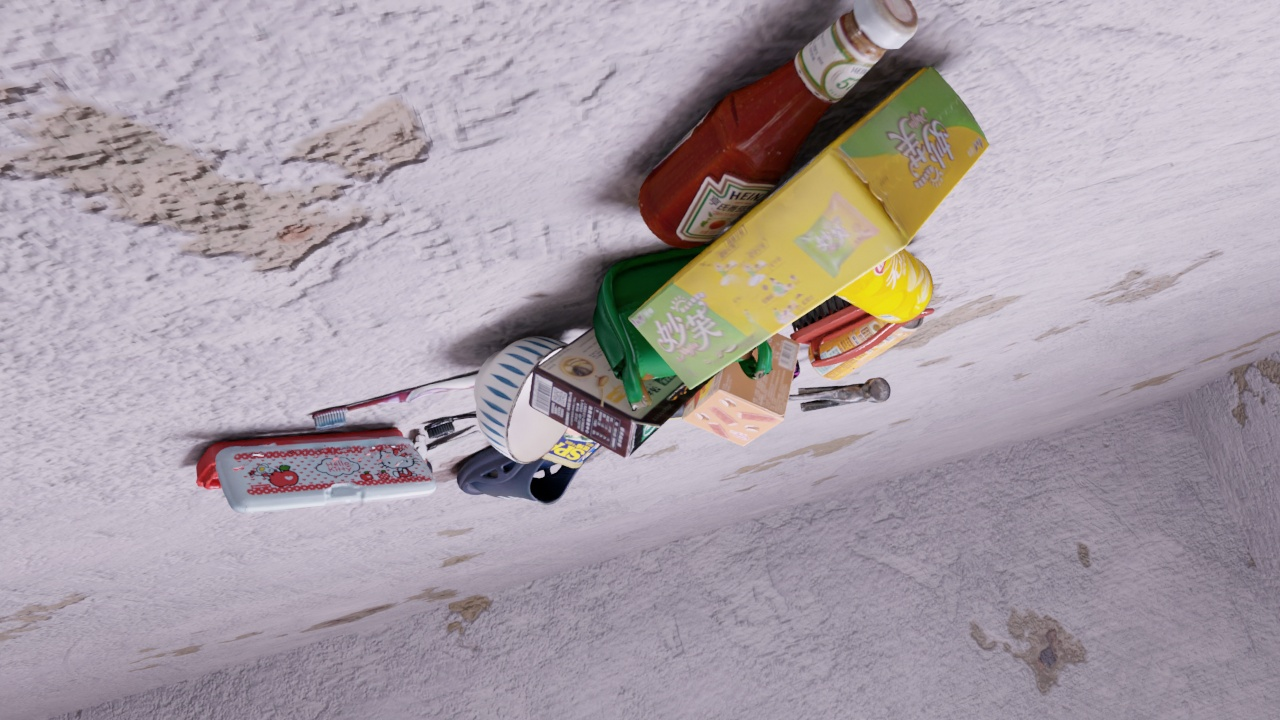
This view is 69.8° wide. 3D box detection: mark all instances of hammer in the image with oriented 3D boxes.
[{"bbox_3d":[0.122,0.050,1.075,0.322,0.032,0.126,-4,174,-20],"label":"hammer"}]

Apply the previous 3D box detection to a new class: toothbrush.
[{"bbox_3d":[-0.143,0.056,1.010,0.189,0.017,0.014,-13,161,-15],"label":"toothbrush"},{"bbox_3d":[-0.218,0.037,0.876,0.187,0.017,0.016,-13,163,-8],"label":"toothbrush"}]

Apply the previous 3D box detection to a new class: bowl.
[{"bbox_3d":[-0.109,0.029,0.836,0.066,0.116,0.116,24,179,24],"label":"bowl"}]

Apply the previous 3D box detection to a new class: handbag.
[{"bbox_3d":[0.031,-0.027,0.741,0.131,0.120,0.068,-11,157,-12],"label":"handbag"}]

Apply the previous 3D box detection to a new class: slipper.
[{"bbox_3d":[-0.129,0.138,1.170,0.269,0.083,0.110,-29,157,31],"label":"slipper"}]

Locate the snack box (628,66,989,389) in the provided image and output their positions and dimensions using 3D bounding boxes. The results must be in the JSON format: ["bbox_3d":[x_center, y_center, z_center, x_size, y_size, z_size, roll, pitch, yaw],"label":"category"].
[{"bbox_3d":[0.107,-0.084,0.607,0.157,0.070,0.211,-43,-176,-42],"label":"snack box"}]

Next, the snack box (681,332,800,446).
[{"bbox_3d":[0.105,0.023,0.965,0.077,0.092,0.095,23,151,-11],"label":"snack box"}]

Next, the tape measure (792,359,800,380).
[{"bbox_3d":[0.165,0.011,1.114,0.057,0.039,0.057,-12,162,-16],"label":"tape measure"}]

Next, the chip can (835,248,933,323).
[{"bbox_3d":[0.197,-0.082,0.805,0.072,0.072,0.213,-25,162,25],"label":"chip can"}]

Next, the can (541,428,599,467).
[{"bbox_3d":[-0.078,0.058,0.950,0.102,0.057,0.083,24,127,-33],"label":"can"}]

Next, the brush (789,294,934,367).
[{"bbox_3d":[0.230,-0.046,0.947,0.146,0.069,0.063,-28,161,32],"label":"brush"}]

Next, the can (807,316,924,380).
[{"bbox_3d":[0.252,-0.029,1.039,0.058,0.058,0.146,-7,161,-28],"label":"can"}]

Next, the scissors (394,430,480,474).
[{"bbox_3d":[-0.278,0.124,1.094,0.226,0.015,0.189,-19,163,10],"label":"scissors"}]

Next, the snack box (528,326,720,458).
[{"bbox_3d":[-0.012,0.022,0.788,0.113,0.126,0.053,-39,149,-47],"label":"snack box"}]

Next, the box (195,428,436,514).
[{"bbox_3d":[-0.319,0.105,0.908,0.200,0.074,0.155,-1,-174,-40],"label":"box"}]

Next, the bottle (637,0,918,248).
[{"bbox_3d":[0.074,-0.137,0.536,0.059,0.059,0.207,-3,159,-37],"label":"bottle"}]
